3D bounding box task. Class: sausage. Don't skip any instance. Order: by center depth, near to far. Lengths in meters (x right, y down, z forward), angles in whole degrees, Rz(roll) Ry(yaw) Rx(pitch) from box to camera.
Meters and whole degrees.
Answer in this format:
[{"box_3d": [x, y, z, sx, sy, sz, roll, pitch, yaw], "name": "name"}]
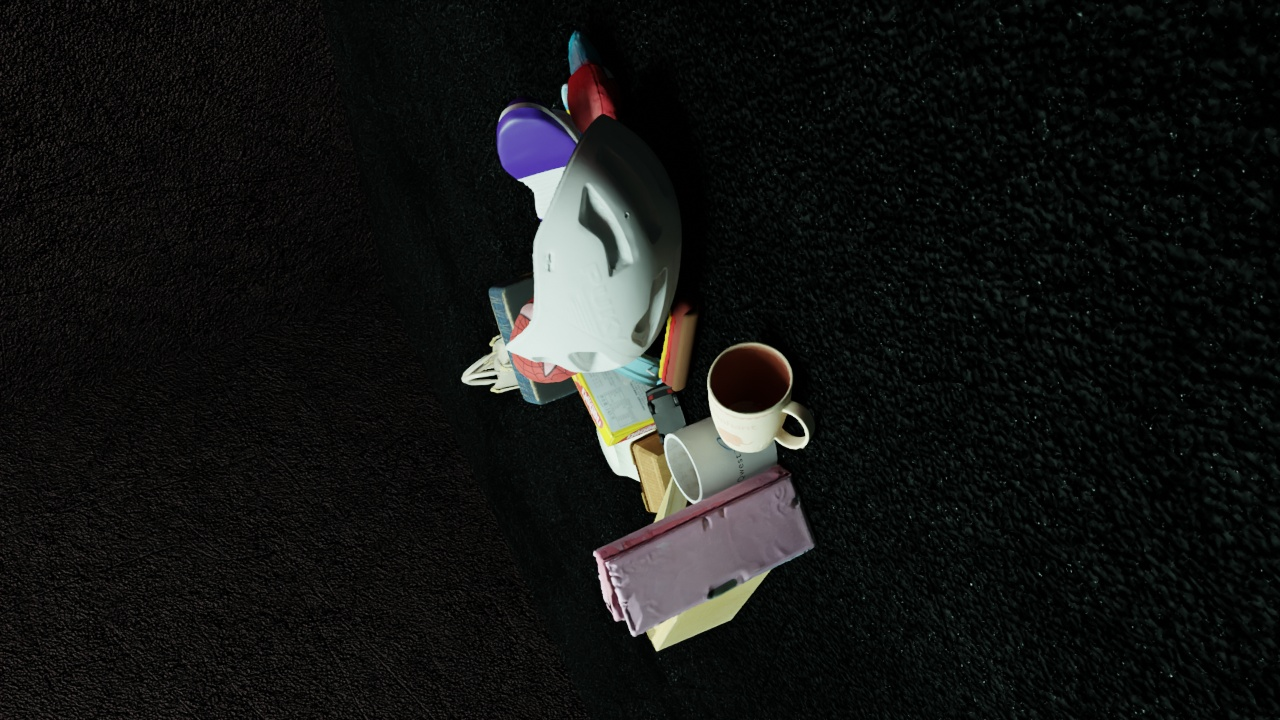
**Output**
[{"box_3d": [0.046, -0.020, 1.099, 0.040, 0.040, 0.156, 57, 157, 31], "name": "sausage"}]

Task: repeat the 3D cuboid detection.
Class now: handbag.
[{"box_3d": [-0.208, -0.004, 1.555, 0.101, 0.197, 0.195, 66, 161, 8], "name": "handbag"}]

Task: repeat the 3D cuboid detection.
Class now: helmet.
[{"box_3d": [-0.048, -0.123, 0.999, 0.223, 0.184, 0.283, -71, -16, -64], "name": "helmet"}]

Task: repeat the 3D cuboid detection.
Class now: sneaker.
[{"box_3d": [-0.107, -0.257, 1.074, 0.244, 0.092, 0.111, 69, -166, -73], "name": "sneaker"}]

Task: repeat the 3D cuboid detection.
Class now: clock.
[{"box_3d": [-0.007, 0.007, 1.199, 0.123, 0.087, 0.042, -46, -19, -84], "name": "clock"}]

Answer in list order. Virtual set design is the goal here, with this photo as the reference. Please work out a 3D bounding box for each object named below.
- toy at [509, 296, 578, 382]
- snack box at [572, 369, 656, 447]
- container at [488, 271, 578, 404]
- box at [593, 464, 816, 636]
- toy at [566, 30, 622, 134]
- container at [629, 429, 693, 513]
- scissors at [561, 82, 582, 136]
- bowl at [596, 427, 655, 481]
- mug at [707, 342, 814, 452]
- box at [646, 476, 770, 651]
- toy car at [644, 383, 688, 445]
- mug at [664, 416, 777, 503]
[{"box_3d": [-0.085, -0.054, 1.201, 0.217, 0.098, 0.147, -38, 54, 26], "name": "toy"}, {"box_3d": [-0.046, 0.017, 1.301, 0.200, 0.092, 0.042, 62, 159, 20], "name": "snack box"}, {"box_3d": [-0.128, -0.044, 1.380, 0.071, 0.145, 0.187, 9, 118, 64], "name": "container"}, {"box_3d": [0.073, 0.201, 0.962, 0.080, 0.232, 0.099, 44, 147, 50], "name": "box"}, {"box_3d": [-0.056, -0.313, 1.049, 0.092, 0.062, 0.132, 109, 152, -68], "name": "toy"}, {"box_3d": [0.036, 0.159, 1.281, 0.061, 0.063, 0.114, 13, 122, 59], "name": "container"}, {"box_3d": [-0.092, -0.316, 1.201, 0.131, 0.018, 0.109, 27, 136, 65], "name": "scissors"}, {"box_3d": [-0.023, 0.123, 1.386, 0.177, 0.057, 0.176, 159, 90, -74], "name": "bowl"}, {"box_3d": [0.122, 0.050, 0.924, 0.111, 0.085, 0.104, 28, 155, 19], "name": "mug"}, {"box_3d": [0.056, 0.280, 1.206, 0.179, 0.141, 0.249, 43, 151, 18], "name": "box"}, {"box_3d": [0.039, 0.076, 1.218, 0.036, 0.042, 0.091, -56, -54, -82], "name": "toy car"}, {"box_3d": [0.093, 0.120, 1.028, 0.083, 0.096, 0.119, 21, 129, 65], "name": "mug"}]
